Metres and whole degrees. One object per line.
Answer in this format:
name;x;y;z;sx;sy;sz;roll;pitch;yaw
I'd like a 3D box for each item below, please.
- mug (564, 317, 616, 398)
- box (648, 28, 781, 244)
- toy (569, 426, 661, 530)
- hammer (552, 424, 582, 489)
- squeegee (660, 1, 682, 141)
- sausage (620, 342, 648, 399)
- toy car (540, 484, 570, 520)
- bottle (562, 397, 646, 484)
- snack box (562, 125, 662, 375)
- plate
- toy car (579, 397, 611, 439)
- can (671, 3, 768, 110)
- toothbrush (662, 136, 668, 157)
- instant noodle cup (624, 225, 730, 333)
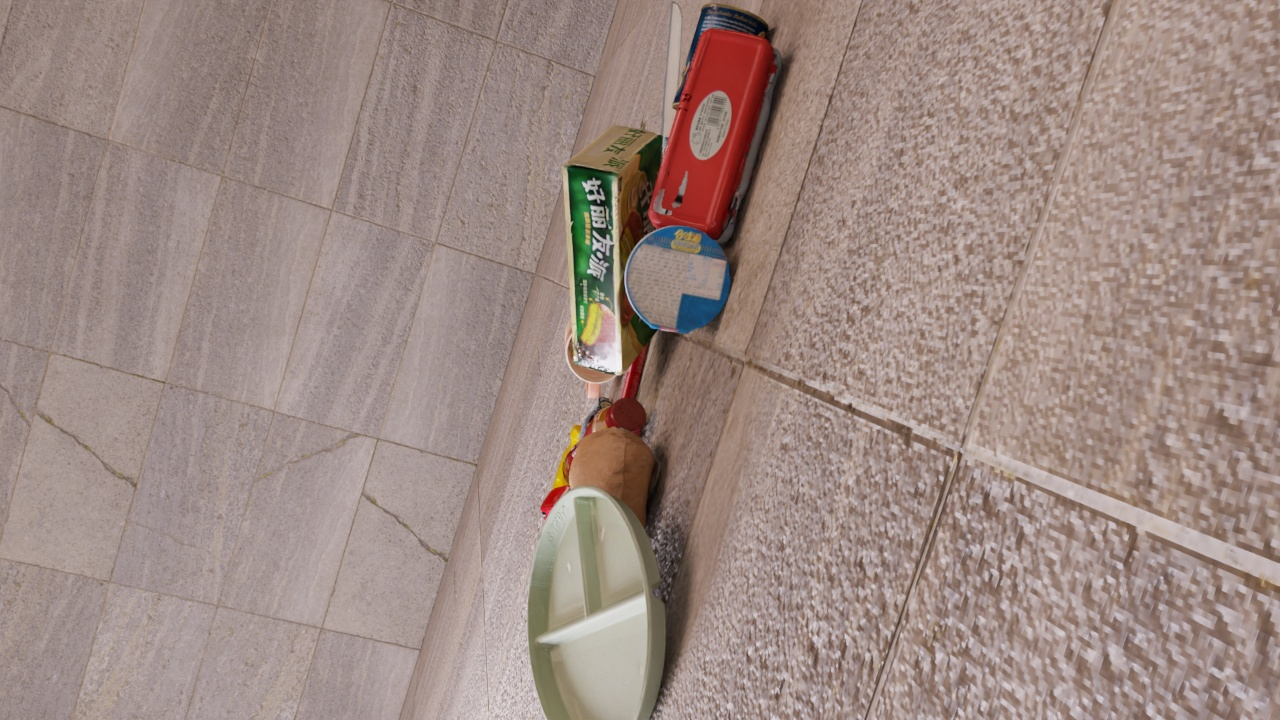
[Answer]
mug;-0.062;-0.009;1.234;0.106;0.081;0.115;-111;22;-73
box;0.077;-0.213;0.893;0.068;0.090;0.201;18;-92;-74
toy;-0.042;0.178;0.908;0.143;0.082;0.226;-163;85;-78
hammer;-0.086;0.193;1.168;0.300;0.033;0.129;-111;39;-71
squeegee;0.061;-0.285;1.141;0.246;0.039;0.247;-99;11;-53
sausage;-0.007;0.006;1.096;0.020;0.020;0.155;145;140;-71
toy car;-0.073;0.168;1.048;0.121;0.045;0.052;-16;39;54
bottle;-0.040;0.095;1.036;0.175;0.057;0.057;125;158;-56
snack box;-0.026;-0.113;0.969;0.114;0.063;0.240;-52;-31;-49
plate;-0.042;0.223;0.791;0.231;0.027;0.230;-16;72;59
toy car;-0.061;0.092;1.196;0.105;0.031;0.049;-84;17;-44
can;0.085;-0.312;0.982;0.075;0.075;0.111;-144;71;-77
toothbrush;0.028;-0.182;1.119;0.027;0.026;0.224;118;157;-58
instant noodle cup;0.029;-0.076;0.891;0.110;0.099;0.099;-146;73;-85
